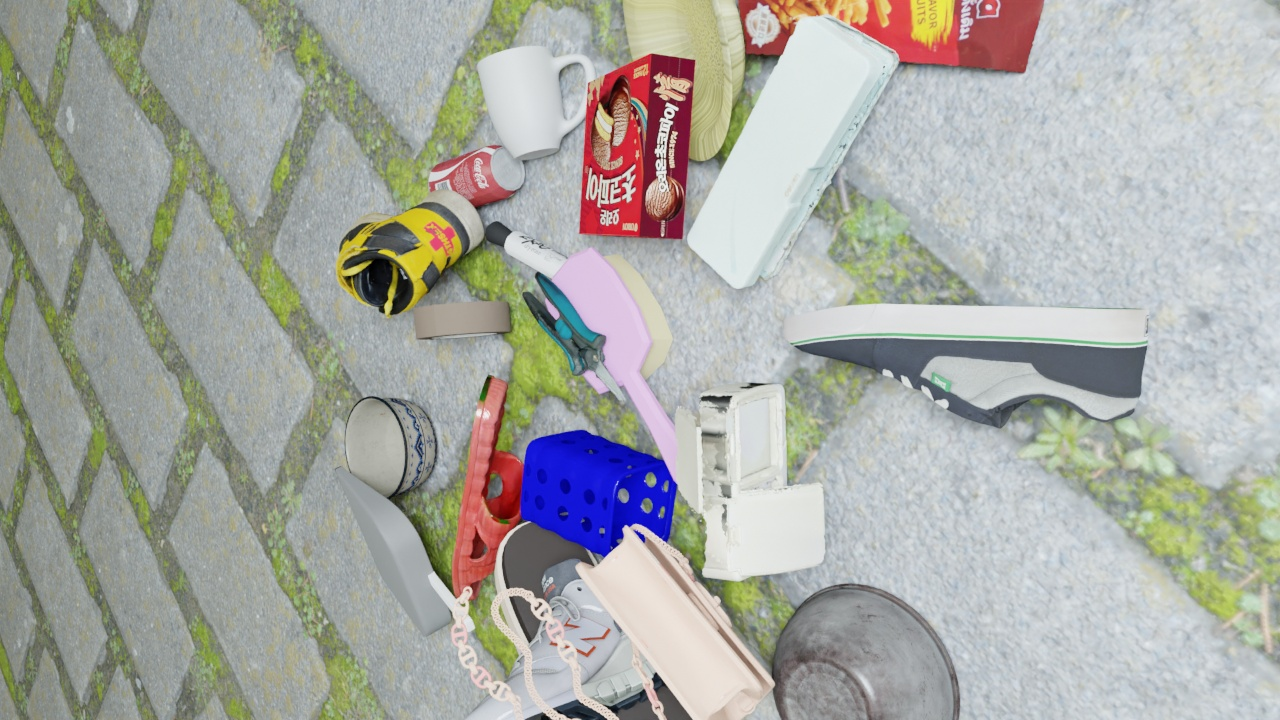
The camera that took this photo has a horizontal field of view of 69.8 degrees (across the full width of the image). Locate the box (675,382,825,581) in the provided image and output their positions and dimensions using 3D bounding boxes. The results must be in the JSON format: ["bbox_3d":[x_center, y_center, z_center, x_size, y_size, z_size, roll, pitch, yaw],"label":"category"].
[{"bbox_3d":[0.075,0.094,0.661,0.081,0.181,0.143,0,96,33],"label":"box"}]

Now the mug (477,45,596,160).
[{"bbox_3d":[-0.090,-0.240,0.851,0.107,0.071,0.089,-12,94,12],"label":"mug"}]

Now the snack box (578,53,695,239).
[{"bbox_3d":[-0.007,-0.169,0.753,0.152,0.035,0.133,-159,71,-67],"label":"snack box"}]

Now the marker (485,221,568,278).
[{"bbox_3d":[-0.108,-0.106,0.895,0.126,0.025,0.025,31,112,34],"label":"marker"}]

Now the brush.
[{"bbox_3d":[-0.005,0.005,0.805,0.089,0.043,0.228,-45,66,32],"label":"brush"}]

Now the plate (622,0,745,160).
[{"bbox_3d":[0.041,-0.252,0.717,0.184,0.036,0.185,69,164,0],"label":"plate"}]

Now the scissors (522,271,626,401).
[{"bbox_3d":[-0.056,-0.025,0.804,0.130,0.019,0.135,1,96,39],"label":"scissors"}]

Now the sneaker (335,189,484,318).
[{"bbox_3d":[-0.270,-0.098,0.946,0.239,0.121,0.086,-10,122,46],"label":"sneaker"}]

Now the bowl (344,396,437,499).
[{"bbox_3d":[-0.272,0.095,1.023,0.116,0.059,0.115,3,95,40],"label":"bowl"}]

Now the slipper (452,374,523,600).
[{"bbox_3d":[-0.140,0.129,0.895,0.059,0.103,0.249,10,117,-3],"label":"slipper"}]

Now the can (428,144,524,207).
[{"bbox_3d":[-0.164,-0.181,0.917,0.097,0.054,0.054,-7,89,40],"label":"can"}]

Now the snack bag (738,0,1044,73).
[{"bbox_3d":[0.177,-0.272,0.641,0.208,0.066,0.139,12,95,29],"label":"snack bag"}]

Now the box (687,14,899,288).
[{"bbox_3d":[0.102,-0.147,0.668,0.086,0.072,0.199,24,127,-3],"label":"box"}]

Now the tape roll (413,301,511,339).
[{"bbox_3d":[-0.176,-0.039,0.911,0.094,0.093,0.030,-5,90,40],"label":"tape roll"}]

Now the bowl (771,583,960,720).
[{"bbox_3d":[0.152,0.245,0.676,0.145,0.067,0.145,3,95,40],"label":"bowl"}]

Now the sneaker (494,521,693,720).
[{"bbox_3d":[-0.051,0.295,0.842,0.293,0.111,0.117,53,149,20],"label":"sneaker"}]

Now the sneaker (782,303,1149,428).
[{"bbox_3d":[0.202,0.002,0.610,0.236,0.084,0.079,4,96,36],"label":"sneaker"}]

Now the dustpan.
[{"bbox_3d":[-0.241,0.220,0.963,0.258,0.033,0.163,27,137,52],"label":"dustpan"}]

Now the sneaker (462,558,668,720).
[{"bbox_3d":[-0.058,0.233,0.761,0.124,0.239,0.089,58,148,31],"label":"sneaker"}]

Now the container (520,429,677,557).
[{"bbox_3d":[-0.039,0.117,0.816,0.114,0.084,0.085,16,105,39],"label":"container"}]

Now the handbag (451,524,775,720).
[{"bbox_3d":[-0.022,0.227,0.684,0.187,0.117,0.198,-39,68,-6],"label":"handbag"}]
